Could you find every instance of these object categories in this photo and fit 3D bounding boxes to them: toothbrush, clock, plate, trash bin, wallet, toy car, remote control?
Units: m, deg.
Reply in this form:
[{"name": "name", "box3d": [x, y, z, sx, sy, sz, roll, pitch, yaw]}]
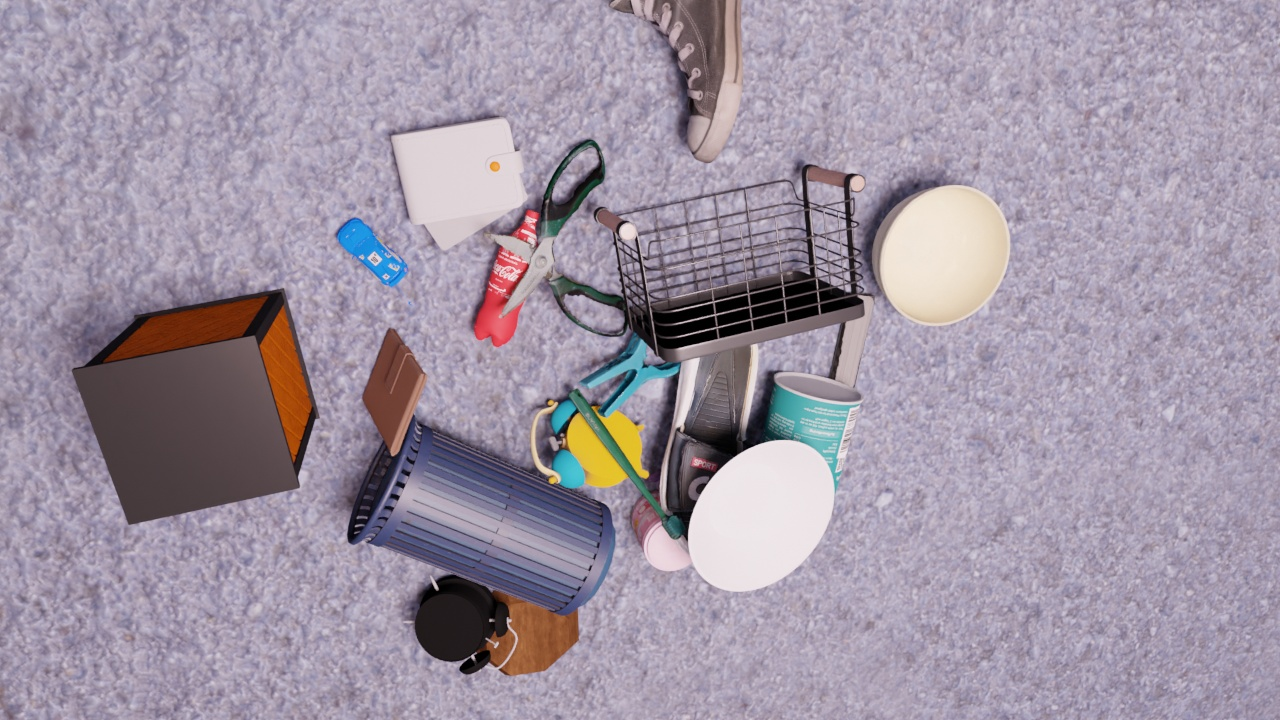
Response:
[{"name": "toothbrush", "box3d": [-0.014, 0.106, 0.956, 0.016, 0.017, 0.190, -31, 81, -42]}, {"name": "clock", "box3d": [-0.194, 0.293, 1.014, 0.121, 0.042, 0.091, 32, 99, 1]}, {"name": "plate", "box3d": [-0.131, 0.315, 1.065, 0.131, 0.025, 0.131, -4, 108, -12]}, {"name": "trash bin", "box3d": [-0.389, 0.033, 0.835, 0.139, 0.171, 0.140, -12, 110, -9]}, {"name": "clock", "box3d": [-0.055, 0.090, 0.980, 0.129, 0.099, 0.044, 8, 147, -20]}, {"name": "plate", "box3d": [0.119, 0.155, 0.956, 0.173, 0.036, 0.174, -10, 114, -23]}, {"name": "wallet", "box3d": [-0.171, -0.170, 0.893, 0.118, 0.037, 0.115, -11, 110, -6]}, {"name": "toy car", "box3d": [-0.253, -0.093, 0.885, 0.033, 0.062, 0.092, -43, 112, 3]}, {"name": "trash bin", "box3d": [-0.156, 0.167, 0.953, 0.249, 0.139, 0.139, 27, 100, -21]}, {"name": "remote control", "box3d": [0.240, -0.010, 1.053, 0.033, 0.013, 0.137, 5, 105, -15]}, {"name": "wallet", "box3d": [-0.241, 0.028, 0.897, 0.013, 0.121, 0.087, 16, 104, -35]}]

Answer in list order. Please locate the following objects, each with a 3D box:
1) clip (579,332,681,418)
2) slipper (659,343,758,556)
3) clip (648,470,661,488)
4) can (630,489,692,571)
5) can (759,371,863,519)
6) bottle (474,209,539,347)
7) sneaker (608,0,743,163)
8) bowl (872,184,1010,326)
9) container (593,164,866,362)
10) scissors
[{"name": "clip", "box3d": [-0.010, -0.010, 0.973, 0.130, 0.030, 0.120, -20, 111, -24]}, {"name": "slipper", "box3d": [0.085, 0.086, 0.979, 0.111, 0.063, 0.263, 11, 83, -29]}, {"name": "clip", "box3d": [0.037, 0.131, 1.045, 0.050, 0.029, 0.013, -18, 110, -14]}, {"name": "can", "box3d": [0.028, 0.191, 1.035, 0.067, 0.076, 0.067, -4, 108, -12]}, {"name": "can", "box3d": [0.182, 0.097, 1.027, 0.099, 0.099, 0.144, 7, 106, -15]}, {"name": "bottle", "box3d": [-0.130, -0.083, 0.927, 0.042, 0.042, 0.142, 16, 103, -18]}, {"name": "sneaker", "box3d": [0.031, -0.306, 0.867, 0.120, 0.095, 0.235, -4, 111, -9]}, {"name": "bowl", "box3d": [0.315, -0.120, 1.001, 0.150, 0.075, 0.151, -4, 109, -12]}, {"name": "container", "box3d": [0.091, -0.102, 0.903, 0.241, 0.163, 0.130, -14, 110, -11]}, {"name": "scissors", "box3d": [-0.063, -0.105, 0.932, 0.205, 0.015, 0.201, 42, 75, -37]}]
